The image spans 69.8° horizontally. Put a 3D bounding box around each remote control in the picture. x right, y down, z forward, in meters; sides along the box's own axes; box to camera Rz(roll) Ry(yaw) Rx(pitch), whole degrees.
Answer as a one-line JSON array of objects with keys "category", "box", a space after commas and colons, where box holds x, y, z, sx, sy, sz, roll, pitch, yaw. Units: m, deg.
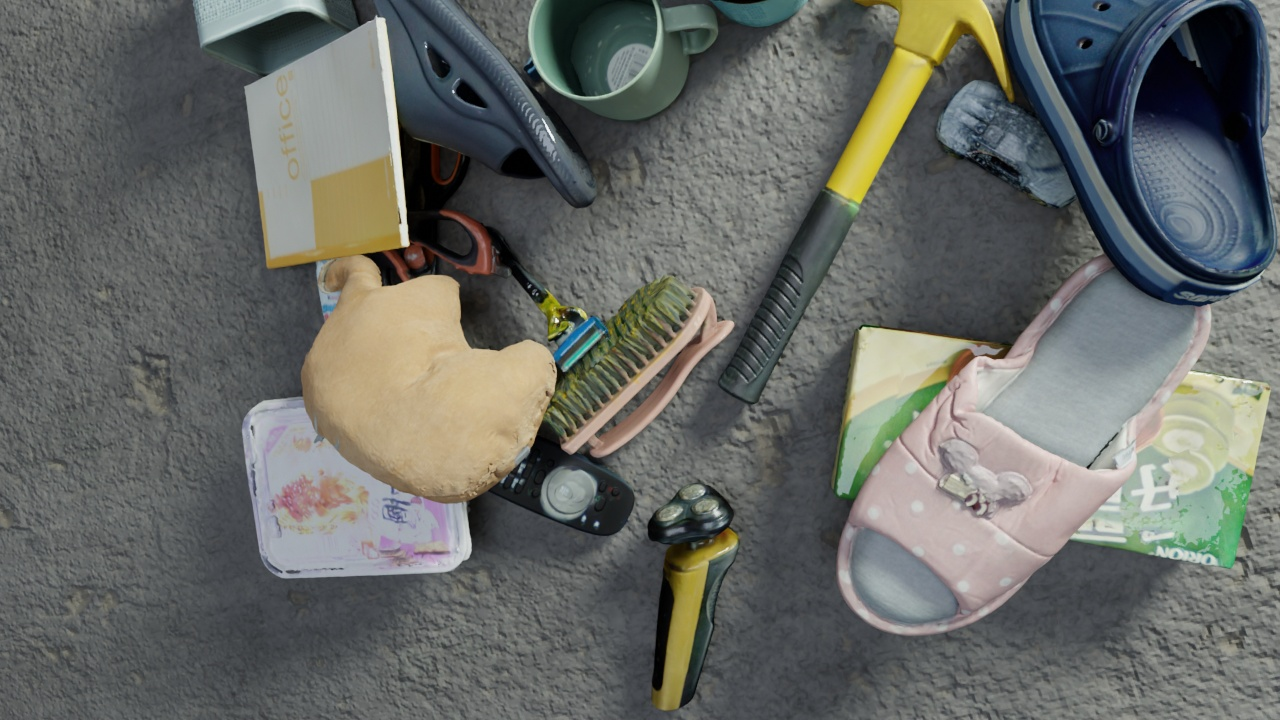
[{"category": "remote control", "box": [-0.069, 0.086, 0.671, 0.136, 0.024, 0.053, 26, 87, -14]}]

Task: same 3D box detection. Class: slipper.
[{"category": "slipper", "box": [0.280, -0.155, 0.502, 0.105, 0.095, 0.252, -2, 70, -11]}, {"category": "slipper", "box": [-0.130, -0.192, 0.631, 0.083, 0.110, 0.268, -40, 79, 10]}, {"category": "slipper", "box": [0.219, 0.053, 0.532, 0.114, 0.054, 0.275, 40, 100, 8]}]

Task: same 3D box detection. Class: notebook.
[{"category": "notebook", "box": [-0.228, -0.144, 0.654, 0.207, 0.010, 0.146, 1, 98, 45]}]

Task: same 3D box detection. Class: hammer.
[{"category": "hammer", "box": [0.133, -0.106, 0.606, 0.129, 0.032, 0.301, 34, 106, 27]}]

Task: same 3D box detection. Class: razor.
[{"category": "razor", "box": [-0.076, -0.050, 0.658, 0.043, 0.022, 0.142, -44, 62, 3]}, {"category": "razor", "box": [0.030, 0.172, 0.657, 0.067, 0.062, 0.167, 4, 103, -19]}]

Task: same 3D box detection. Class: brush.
[{"category": "brush", "box": [-0.004, 0.004, 0.647, 0.146, 0.063, 0.073, -43, 114, 11]}]

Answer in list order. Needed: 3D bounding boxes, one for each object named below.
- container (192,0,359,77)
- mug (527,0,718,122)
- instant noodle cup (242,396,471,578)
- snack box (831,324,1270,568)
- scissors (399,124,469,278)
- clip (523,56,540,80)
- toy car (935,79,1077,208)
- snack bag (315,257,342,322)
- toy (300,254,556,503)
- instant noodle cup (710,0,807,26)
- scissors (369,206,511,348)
[{"category": "container", "box": [-0.270, -0.280, 0.667, 0.090, 0.090, 0.111, -14, 88, 14]}, {"category": "mug", "box": [-0.003, -0.205, 0.597, 0.112, 0.106, 0.082, -10, 92, 16]}, {"category": "instant noodle cup", "box": [-0.207, 0.090, 0.701, 0.173, 0.060, 0.138, -5, 94, 12]}, {"category": "snack box", "box": [0.250, 0.048, 0.585, 0.240, 0.063, 0.114, 9, 96, 12]}, {"category": "scissors", "box": [-0.155, -0.091, 0.690, 0.125, 0.021, 0.235, -17, 91, 14]}, {"category": "clip", "box": [-0.064, -0.226, 0.654, 0.028, 0.024, 0.057, 41, 99, 3]}, {"category": "toy car", "box": [0.242, -0.138, 0.586, 0.105, 0.031, 0.049, 32, 102, 8]}, {"category": "snack bag", "box": [-0.233, -0.050, 0.711, 0.048, 0.026, 0.104, -4, 95, 2]}, {"category": "toy", "box": [-0.167, 0.003, 0.622, 0.226, 0.083, 0.143, 35, 66, 20]}, {"category": "instant noodle cup", "box": [0.069, -0.262, 0.570, 0.111, 0.120, 0.111, 1, 94, 13]}, {"category": "scissors", "box": [-0.182, -0.101, 0.678, 0.214, 0.015, 0.197, 2, 100, 23]}]
